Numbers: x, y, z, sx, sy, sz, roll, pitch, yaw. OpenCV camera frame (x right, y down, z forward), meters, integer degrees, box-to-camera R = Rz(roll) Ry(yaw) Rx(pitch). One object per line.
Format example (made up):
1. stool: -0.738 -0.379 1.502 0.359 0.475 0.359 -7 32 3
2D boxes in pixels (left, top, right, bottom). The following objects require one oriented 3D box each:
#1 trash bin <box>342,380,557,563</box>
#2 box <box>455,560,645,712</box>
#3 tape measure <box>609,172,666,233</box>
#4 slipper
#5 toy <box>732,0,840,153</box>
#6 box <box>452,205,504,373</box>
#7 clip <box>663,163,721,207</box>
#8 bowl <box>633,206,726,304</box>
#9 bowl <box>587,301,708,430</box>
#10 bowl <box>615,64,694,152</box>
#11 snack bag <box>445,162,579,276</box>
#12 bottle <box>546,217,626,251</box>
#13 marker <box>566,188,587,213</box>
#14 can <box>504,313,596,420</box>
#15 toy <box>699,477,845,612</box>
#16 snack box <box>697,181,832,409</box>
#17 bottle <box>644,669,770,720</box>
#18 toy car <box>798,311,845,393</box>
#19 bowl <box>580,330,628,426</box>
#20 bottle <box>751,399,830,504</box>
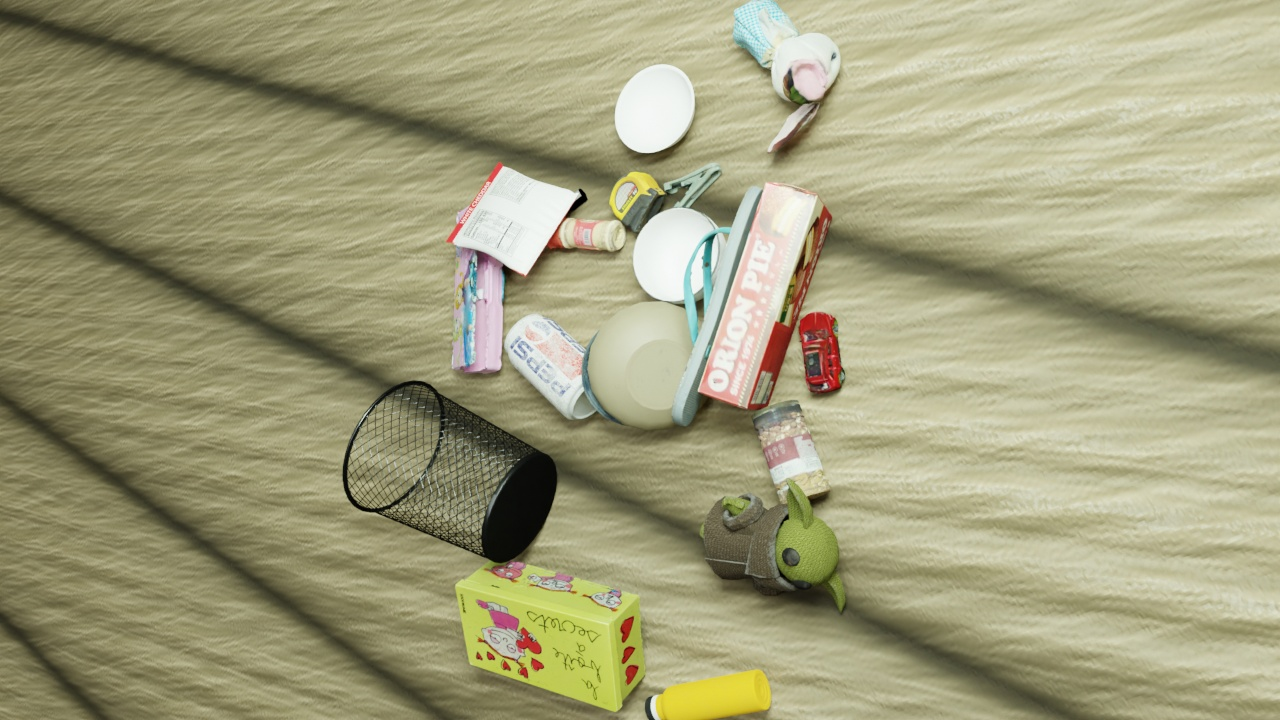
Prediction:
1. trash bin: -0.232 0.147 1.161 0.210 0.184 0.184 21 94 24
2. box: -0.106 0.322 1.096 0.221 0.080 0.124 9 113 31
3. tape measure: -0.004 -0.202 1.144 0.064 0.037 0.066 47 124 25
4. slipper: 0.074 -0.061 1.001 0.055 0.098 0.268 18 89 19
5. toy: 0.170 -0.346 1.050 0.105 0.131 0.205 -10 58 -10
6. box: -0.228 -0.098 1.245 0.085 0.053 0.230 -6 81 44
7. clip: 0.067 -0.216 1.117 0.076 0.023 0.059 -32 71 25
8. bowl: 0.054 -0.120 1.088 0.114 0.063 0.113 -4 82 29
9. bowl: 0.018 0.011 1.048 0.152 0.050 0.152 -2 102 -10
10. bowl: 0.026 -0.306 1.140 0.110 0.040 0.110 -4 82 29
11. snack bag: -0.169 -0.186 1.188 0.144 0.039 0.130 25 78 29
12. bottle: -0.073 -0.162 1.178 0.109 0.044 0.044 8 88 30
13. marker: -0.129 -0.182 1.228 0.141 0.016 0.016 -35 68 22
14. can: -0.104 0.007 1.155 0.136 0.078 0.078 42 104 27
15. toy: 0.136 0.198 0.975 0.153 0.078 0.179 -1 124 42
16. snack box: 0.138 -0.065 1.001 0.060 0.113 0.236 20 94 19
17. bottle: 0.072 0.381 1.029 0.144 0.043 0.043 -21 74 26
18. toy car: 0.197 -0.009 1.011 0.042 0.036 0.091 -11 73 29
19. bowl: -0.007 0.006 1.100 0.137 0.057 0.137 -2 102 -10
20. bottle: 0.164 0.101 1.003 0.056 0.056 0.105 -25 72 25
